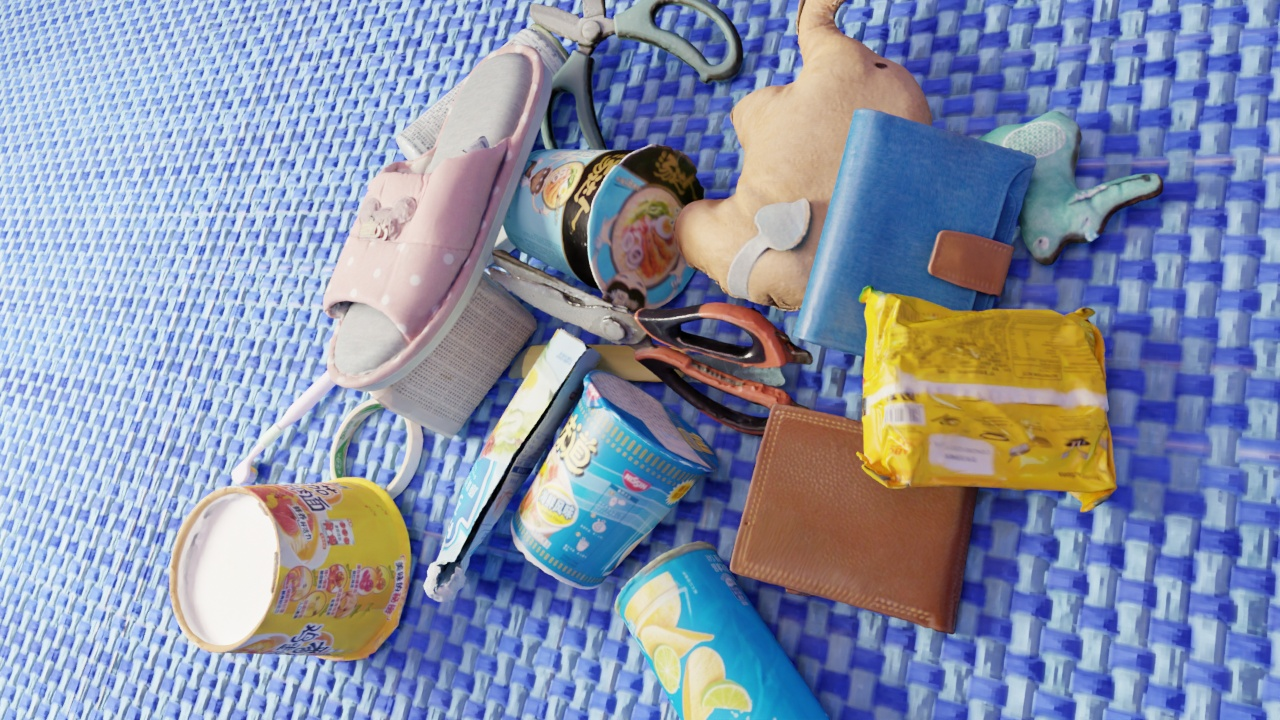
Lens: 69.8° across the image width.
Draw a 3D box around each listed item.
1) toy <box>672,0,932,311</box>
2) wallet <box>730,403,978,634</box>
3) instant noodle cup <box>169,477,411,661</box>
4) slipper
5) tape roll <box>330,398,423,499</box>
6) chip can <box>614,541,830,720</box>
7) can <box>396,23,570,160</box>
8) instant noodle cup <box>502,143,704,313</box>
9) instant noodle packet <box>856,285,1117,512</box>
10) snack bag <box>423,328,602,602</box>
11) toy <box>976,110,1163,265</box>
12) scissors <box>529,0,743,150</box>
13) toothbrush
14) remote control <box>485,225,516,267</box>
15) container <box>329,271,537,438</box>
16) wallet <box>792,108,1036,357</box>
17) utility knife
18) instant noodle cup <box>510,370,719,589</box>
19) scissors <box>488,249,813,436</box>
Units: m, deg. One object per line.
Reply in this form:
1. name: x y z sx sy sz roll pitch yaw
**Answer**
1. toy: 0.115 -0.137 0.573 0.143 0.082 0.225 22 81 22
2. wallet: 0.118 0.085 0.505 0.125 0.032 0.101 12 77 17
3. instant noodle cup: -0.250 0.146 0.649 0.138 0.109 0.138 -6 76 27
4. slipper: -0.143 -0.107 0.623 0.114 0.054 0.274 13 73 39
5. tape roll: -0.208 0.071 0.720 0.086 0.014 0.085 -11 67 26
6. chip can: 0.066 0.198 0.479 0.071 0.071 0.210 -42 57 10
7. can: -0.121 -0.199 0.727 0.146 0.058 0.058 -44 55 -8
8. instant noodle cup: -0.034 -0.099 0.634 0.120 0.111 0.111 21 83 42
9. instant noodle packet: 0.173 0.019 0.471 0.128 0.044 0.110 6 70 -4
10. snack bag: -0.088 0.068 0.602 0.191 0.039 0.110 -59 15 0
11. toy: 0.236 -0.100 0.519 0.097 0.030 0.091 -17 68 26
12. scissors: -0.018 -0.207 0.689 0.170 0.019 0.180 21 100 10
13. toothbrush: -0.275 0.034 0.770 0.189 0.021 0.029 -45 24 7
14. remote control: -0.133 -0.147 0.755 0.058 0.021 0.150 -33 60 15
15. container: -0.148 -0.019 0.676 0.111 0.090 0.090 -49 55 1
16. wallet: 0.152 -0.062 0.510 0.106 0.040 0.133 14 96 -8
17. utility knife: -0.004 0.004 0.625 0.220 0.022 0.031 0 72 37
18. instant noodle cup: -0.023 0.077 0.569 0.099 0.099 0.110 44 105 34
19. scissors: 0.002 -0.026 0.561 0.193 0.207 0.015 -24 20 45
